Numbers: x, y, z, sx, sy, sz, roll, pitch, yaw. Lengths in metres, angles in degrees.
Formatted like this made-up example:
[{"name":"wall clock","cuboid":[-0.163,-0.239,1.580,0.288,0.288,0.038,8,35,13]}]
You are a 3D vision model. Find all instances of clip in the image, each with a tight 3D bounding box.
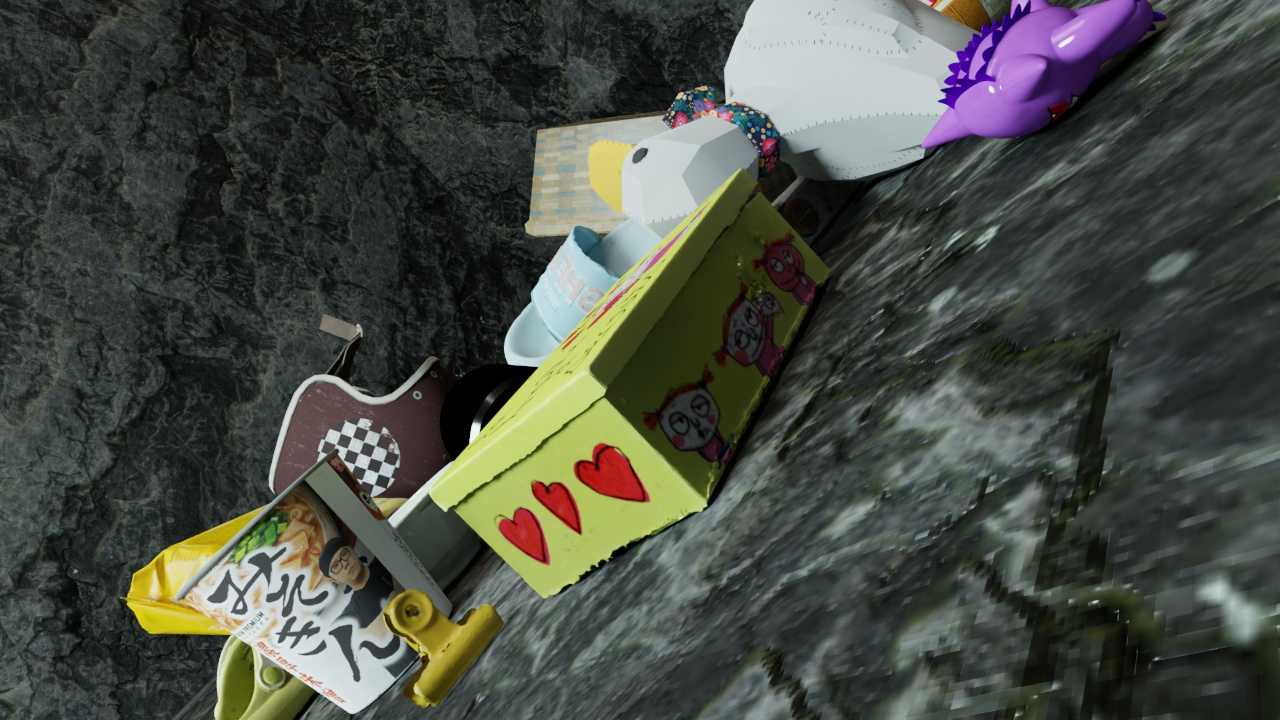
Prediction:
[{"name":"clip","cuboid":[-0.099,0.130,0.433,0.053,0.049,0.044,-49,-26,-34]}]

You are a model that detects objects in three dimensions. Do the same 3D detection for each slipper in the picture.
[{"name":"slipper","cuboid":[-0.025,-0.085,0.775,0.245,0.074,0.104,-40,35,5]},{"name":"slipper","cuboid":[-0.300,0.251,0.732,0.092,0.081,0.190,-43,9,27]}]

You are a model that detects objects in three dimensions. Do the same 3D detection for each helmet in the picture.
[{"name":"helmet","cuboid":[-0.311,0.084,1.062,0.233,0.253,0.233,144,147,-81]}]

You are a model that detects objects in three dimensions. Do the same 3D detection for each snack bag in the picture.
[{"name":"snack bag","cuboid":[-0.283,0.164,0.765,0.160,0.068,0.247,1,4,6]}]

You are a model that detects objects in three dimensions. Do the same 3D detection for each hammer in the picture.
[{"name":"hammer","cuboid":[0.065,-0.075,0.779,0.217,0.037,0.301,-48,7,-34]}]

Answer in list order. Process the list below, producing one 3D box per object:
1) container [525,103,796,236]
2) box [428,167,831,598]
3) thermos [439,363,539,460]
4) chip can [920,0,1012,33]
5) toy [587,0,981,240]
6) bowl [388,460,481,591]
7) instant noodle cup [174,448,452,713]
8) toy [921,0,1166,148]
[{"name":"container","cuboid":[0.024,-0.147,0.903,0.250,0.186,0.157,0,18,24]},{"name":"box","cuboid":[0.005,0.002,0.455,0.125,0.082,0.220,-38,8,39]},{"name":"thermos","cuboid":[-0.074,0.046,0.579,0.086,0.086,0.199,-45,13,-12]},{"name":"chip can","cuboid":[0.278,-0.307,0.788,0.215,0.075,0.075,-43,7,9]},{"name":"toy","cuboid":[0.107,-0.168,0.594,0.247,0.141,0.266,9,49,42]},{"name":"bowl","cuboid":[-0.158,0.135,0.677,0.117,0.061,0.117,-44,7,6]},{"name":"instant noodle cup","cuboid":[-0.189,0.140,0.561,0.124,0.122,0.123,-43,7,6]},{"name":"toy","cuboid":[0.169,-0.130,0.405,0.087,0.056,0.106,-45,6,-26]}]
